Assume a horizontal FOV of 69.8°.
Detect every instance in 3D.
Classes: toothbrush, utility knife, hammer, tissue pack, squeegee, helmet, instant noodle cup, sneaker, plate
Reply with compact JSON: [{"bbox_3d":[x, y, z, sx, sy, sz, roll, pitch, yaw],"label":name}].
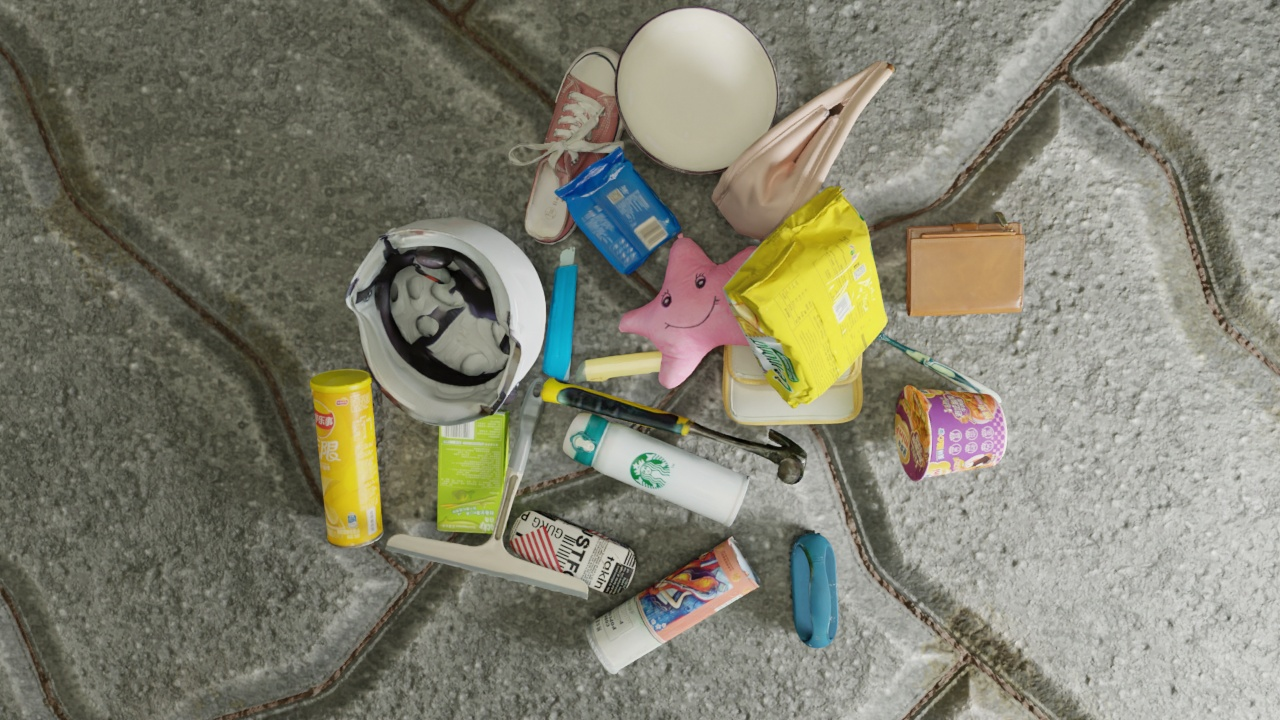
[{"bbox_3d":[0.346,0.003,1.094,0.191,0.018,0.016,29,98,2],"label":"toothbrush"},{"bbox_3d":[-0.007,0.007,1.130,0.152,0.018,0.031,-5,100,8],"label":"utility knife"},{"bbox_3d":[0.039,0.076,1.092,0.323,0.126,0.032,15,99,11],"label":"hammer"},{"bbox_3d":[-0.024,-0.172,1.062,0.095,0.052,0.157,-37,134,8],"label":"tissue pack"},{"bbox_3d":[-0.156,0.141,1.125,0.246,0.039,0.246,15,79,-7],"label":"squeegee"},{"bbox_3d":[-0.209,-0.057,1.069,0.229,0.145,0.259,33,131,8],"label":"helmet"},{"bbox_3d":[-0.096,-0.058,1.130,0.034,0.018,0.166,6,96,-8],"label":"utility knife"},{"bbox_3d":[0.360,0.083,1.062,0.099,0.111,0.111,-1,96,-2],"label":"instant noodle cup"},{"bbox_3d":[-0.079,-0.250,1.070,0.118,0.087,0.241,23,99,3],"label":"sneaker"},{"bbox_3d":[0.063,-0.307,1.059,0.192,0.039,0.192,0,89,-9],"label":"plate"}]

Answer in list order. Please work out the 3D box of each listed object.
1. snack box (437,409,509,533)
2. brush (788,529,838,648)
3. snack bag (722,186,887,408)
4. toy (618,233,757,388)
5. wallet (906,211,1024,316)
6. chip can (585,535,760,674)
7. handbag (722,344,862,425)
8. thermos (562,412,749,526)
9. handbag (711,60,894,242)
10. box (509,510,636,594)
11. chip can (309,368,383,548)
[{"bbox_3d":[-0.211,0.139,1.159,0.086,0.026,0.156,2,96,5],"label":"snack box"},{"bbox_3d":[0.212,0.281,1.111,0.055,0.073,0.144,-3,96,1],"label":"brush"},{"bbox_3d":[0.185,-0.059,0.963,0.158,0.246,0.068,-46,55,-7],"label":"snack bag"},{"bbox_3d":[0.060,-0.066,1.082,0.195,0.074,0.178,-22,69,21],"label":"toy"},{"bbox_3d":[0.378,-0.112,1.069,0.131,0.035,0.119,-2,96,4],"label":"wallet"},{"bbox_3d":[0.040,0.302,1.132,0.215,0.071,0.071,-33,93,8],"label":"chip can"},{"bbox_3d":[0.180,-0.012,1.090,0.163,0.063,0.179,0,93,4],"label":"handbag"},{"bbox_3d":[0.016,0.129,1.113,0.224,0.073,0.073,22,98,2],"label":"thermos"},{"bbox_3d":[0.187,-0.239,1.005,0.093,0.193,0.234,42,88,-2],"label":"handbag"},{"bbox_3d":[-0.085,0.239,1.141,0.164,0.064,0.074,19,113,3],"label":"box"},{"bbox_3d":[-0.359,0.121,1.132,0.072,0.072,0.213,1,107,5],"label":"chip can"}]
